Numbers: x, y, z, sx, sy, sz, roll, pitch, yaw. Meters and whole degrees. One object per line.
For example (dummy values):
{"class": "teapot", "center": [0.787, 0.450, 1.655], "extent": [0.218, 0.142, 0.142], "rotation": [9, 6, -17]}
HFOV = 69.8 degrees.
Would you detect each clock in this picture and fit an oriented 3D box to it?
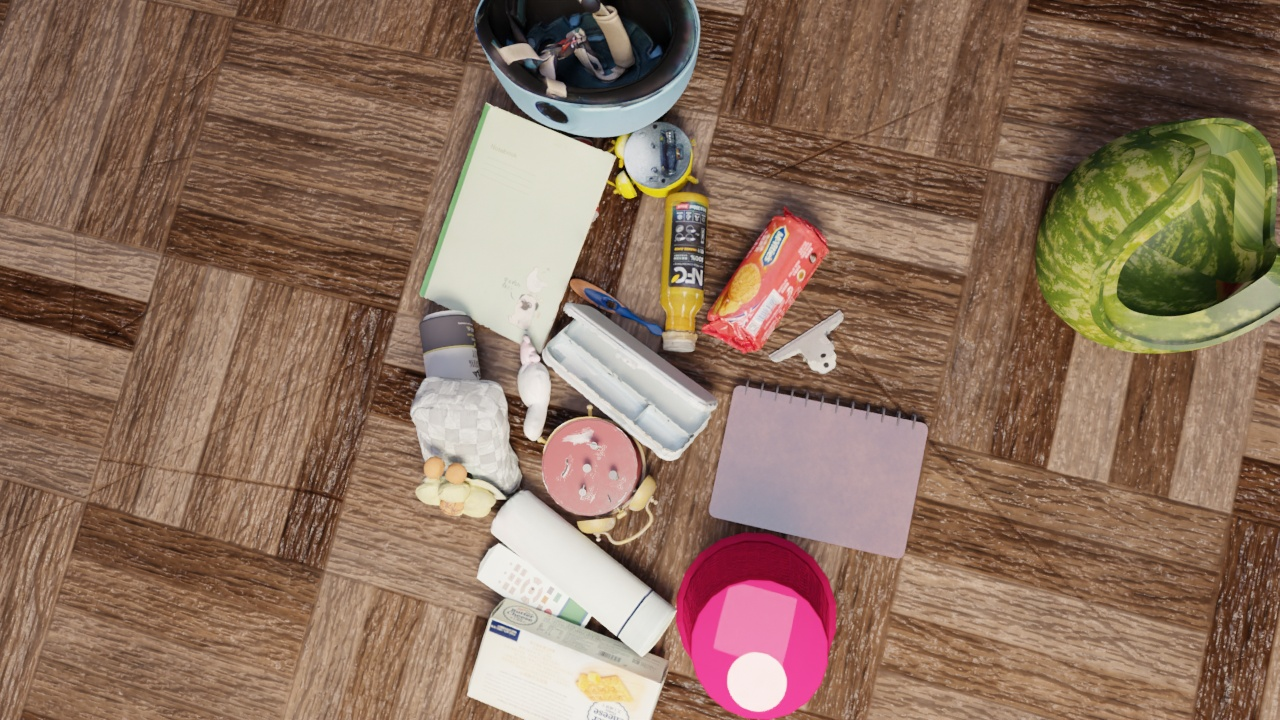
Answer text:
{"class": "clock", "center": [0.010, -0.241, 1.114], "extent": [0.119, 0.057, 0.083], "rotation": [-3, 83, 6]}
{"class": "clock", "center": [-0.047, 0.137, 1.063], "extent": [0.117, 0.081, 0.159], "rotation": [-33, 81, 2]}

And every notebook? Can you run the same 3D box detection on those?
{"class": "notebook", "center": [0.206, 0.122, 1.065], "extent": [0.225, 0.024, 0.167], "rotation": [12, 86, 8]}
{"class": "notebook", "center": [-0.154, -0.160, 1.110], "extent": [0.182, 0.010, 0.253], "rotation": [25, 102, 14]}

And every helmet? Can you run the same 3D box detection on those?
{"class": "helmet", "center": [-0.051, -0.364, 1.076], "extent": [0.266, 0.167, 0.225], "rotation": [30, 78, 20]}
{"class": "helmet", "center": [0.533, -0.127, 0.950], "extent": [0.213, 0.246, 0.244], "rotation": [39, 130, -7]}

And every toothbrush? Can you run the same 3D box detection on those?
{"class": "toothbrush", "center": [-0.029, -0.064, 1.120], "extent": [0.135, 0.017, 0.021], "rotation": [30, 83, 12]}

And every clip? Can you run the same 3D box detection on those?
{"class": "clip", "center": [0.207, -0.014, 1.079], "extent": [0.101, 0.038, 0.054], "rotation": [-34, 68, 3]}

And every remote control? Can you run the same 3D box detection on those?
{"class": "remote control", "center": [-0.124, 0.270, 1.083], "extent": [0.143, 0.024, 0.049], "rotation": [33, 92, 5]}

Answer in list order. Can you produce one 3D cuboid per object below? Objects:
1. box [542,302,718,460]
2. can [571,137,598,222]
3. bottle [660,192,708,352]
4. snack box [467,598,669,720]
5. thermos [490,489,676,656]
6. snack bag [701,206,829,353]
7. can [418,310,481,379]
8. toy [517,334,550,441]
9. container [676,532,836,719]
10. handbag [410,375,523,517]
{"class": "box", "center": [-0.003, 0.000, 1.054], "extent": [0.216, 0.110, 0.107], "rotation": [38, 52, 8]}
{"class": "can", "center": [-0.079, -0.220, 1.124], "extent": [0.054, 0.054, 0.096], "rotation": [-2, 83, 6]}
{"class": "bottle", "center": [0.051, -0.104, 1.095], "extent": [0.053, 0.053, 0.186], "rotation": [3, 83, 7]}
{"class": "snack box", "center": [-0.082, 0.361, 1.041], "extent": [0.208, 0.057, 0.104], "rotation": [19, 101, 8]}
{"class": "thermos", "center": [-0.066, 0.241, 1.053], "extent": [0.230, 0.068, 0.068], "rotation": [36, 88, 14]}
{"class": "snack bag", "center": [0.149, -0.088, 1.073], "extent": [0.082, 0.082, 0.176], "rotation": [35, 89, 9]}
{"class": "can", "center": [-0.227, 0.007, 1.108], "extent": [0.064, 0.064, 0.127], "rotation": [-11, 82, 5]}
{"class": "toy", "center": [-0.126, 0.032, 1.091], "extent": [0.037, 0.076, 0.125], "rotation": [-1, 82, -13]}
{"class": "container", "center": [0.121, 0.279, 0.953], "extent": [0.183, 0.226, 0.183], "rotation": [-1, 83, 6]}
{"class": "handbag", "center": [-0.203, 0.103, 1.039], "extent": [0.112, 0.172, 0.123], "rotation": [7, 46, 7]}
